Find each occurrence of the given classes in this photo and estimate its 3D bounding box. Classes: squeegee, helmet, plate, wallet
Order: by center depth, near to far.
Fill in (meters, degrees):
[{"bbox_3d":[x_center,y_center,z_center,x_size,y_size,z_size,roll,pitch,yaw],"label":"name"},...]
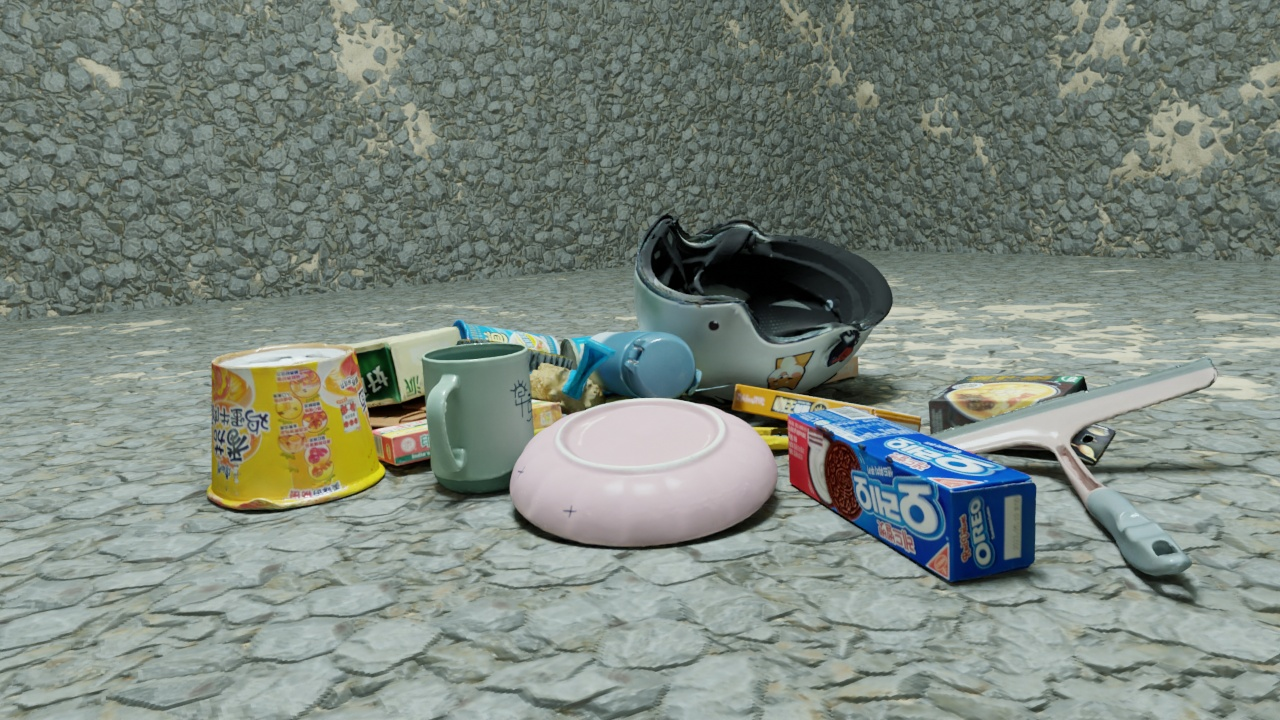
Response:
[{"bbox_3d":[0.292,0.083,0.586,0.248,0.040,0.249,-17,13,12],"label":"squeegee"},{"bbox_3d":[0.001,0.067,0.657,0.192,0.039,0.192,-4,20,1],"label":"plate"},{"bbox_3d":[-0.232,0.056,0.912,0.108,0.031,0.131,1,11,31],"label":"wallet"},{"bbox_3d":[0.115,-0.039,0.968,0.273,0.157,0.230,-2,36,-29],"label":"helmet"}]

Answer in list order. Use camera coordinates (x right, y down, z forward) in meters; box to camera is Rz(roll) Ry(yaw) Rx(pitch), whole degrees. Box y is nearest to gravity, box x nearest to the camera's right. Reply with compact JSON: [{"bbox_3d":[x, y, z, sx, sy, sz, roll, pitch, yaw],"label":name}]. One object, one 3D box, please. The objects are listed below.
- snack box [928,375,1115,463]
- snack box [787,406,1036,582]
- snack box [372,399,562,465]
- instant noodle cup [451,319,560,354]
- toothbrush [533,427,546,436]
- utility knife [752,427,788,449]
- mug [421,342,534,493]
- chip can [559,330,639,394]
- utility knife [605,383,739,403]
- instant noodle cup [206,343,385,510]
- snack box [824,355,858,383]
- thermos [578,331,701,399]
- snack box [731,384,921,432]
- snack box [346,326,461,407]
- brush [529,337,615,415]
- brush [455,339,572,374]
[{"bbox_3d":[0.323,0.046,0.775,0.126,0.053,0.113,-2,8,35],"label":"snack box"},{"bbox_3d":[0.164,0.077,0.595,0.057,0.058,0.207,-6,10,-16],"label":"snack box"},{"bbox_3d":[-0.155,0.062,0.822,0.155,0.027,0.077,-11,6,-29],"label":"snack box"},{"bbox_3d":[-0.151,0.006,1.020,0.109,0.099,0.099,2,7,-26],"label":"instant noodle cup"},{"bbox_3d":[-0.063,0.060,0.795,0.190,0.016,0.016,-11,10,-14],"label":"toothbrush"},{"bbox_3d":[0.091,0.063,0.771,0.170,0.015,0.033,2,22,-17],"label":"utility knife"},{"bbox_3d":[-0.130,0.047,0.707,0.082,0.106,0.111,1,10,17],"label":"mug"},{"bbox_3d":[0.016,-0.002,1.056,0.210,0.071,0.071,-7,11,-22],"label":"chip can"},{"bbox_3d":[0.018,0.033,0.895,0.030,0.022,0.213,-10,-6,-45],"label":"utility knife"},{"bbox_3d":[-0.281,0.047,0.741,0.138,0.110,0.138,-2,11,0],"label":"instant noodle cup"},{"bbox_3d":[0.174,0.004,1.103,0.084,0.026,0.157,-10,12,-37],"label":"snack box"},{"bbox_3d":[-0.005,0.005,0.867,0.070,0.070,0.221,-6,3,-16],"label":"thermos"},{"bbox_3d":[0.161,0.047,0.809,0.075,0.026,0.154,11,-1,-42],"label":"snack box"},{"bbox_3d":[-0.308,0.017,0.947,0.241,0.063,0.114,-9,6,26],"label":"snack box"},{"bbox_3d":[-0.055,0.014,0.817,0.083,0.045,0.255,27,-17,-5],"label":"brush"},{"bbox_3d":[-0.129,0.021,0.939,0.055,0.073,0.143,-9,-16,44],"label":"brush"}]
